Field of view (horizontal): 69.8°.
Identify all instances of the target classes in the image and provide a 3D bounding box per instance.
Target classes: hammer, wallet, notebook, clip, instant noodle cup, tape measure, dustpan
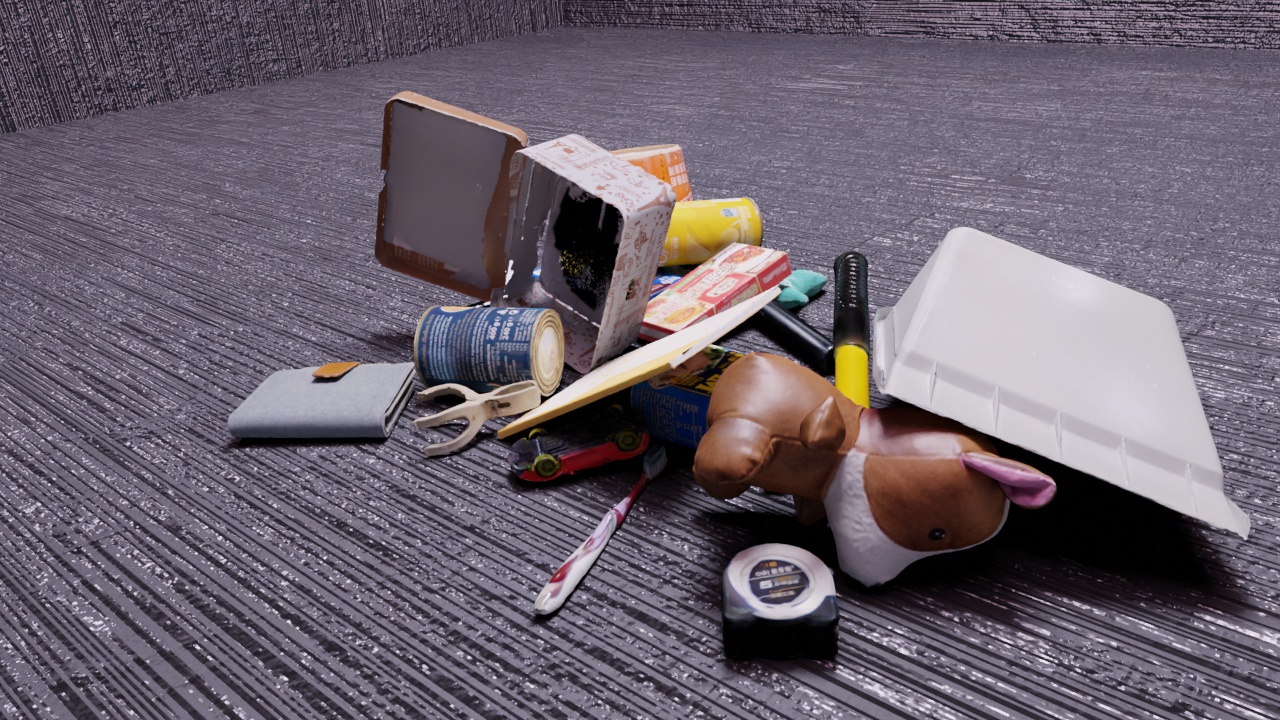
[{"bbox_3d":[0.172,-0.002,0.743,0.129,0.033,0.299,5,37,9],"label":"hammer"},{"bbox_3d":[-0.266,0.029,0.781,0.130,0.037,0.106,-1,27,4],"label":"wallet"},{"bbox_3d":[-0.004,0.004,0.708,0.207,0.010,0.145,-23,7,45],"label":"notebook"},{"bbox_3d":[-0.139,0.036,0.739,0.101,0.035,0.096,-30,29,-24],"label":"clip"},{"bbox_3d":[-0.006,-0.188,1.071,0.151,0.111,0.151,-8,17,2],"label":"instant noodle cup"},{"bbox_3d":[0.079,0.137,0.522,0.066,0.034,0.065,1,29,5],"label":"tape measure"},{"bbox_3d":[0.265,0.020,0.649,0.223,0.143,0.256,22,47,5],"label":"dustpan"}]

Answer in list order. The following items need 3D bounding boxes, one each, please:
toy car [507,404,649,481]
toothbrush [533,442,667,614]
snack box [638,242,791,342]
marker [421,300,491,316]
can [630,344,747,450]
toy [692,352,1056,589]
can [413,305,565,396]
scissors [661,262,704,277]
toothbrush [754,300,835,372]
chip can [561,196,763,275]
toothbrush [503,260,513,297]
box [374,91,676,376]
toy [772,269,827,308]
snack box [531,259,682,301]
[{"bbox_3d":[-0.046,0.065,0.685,0.106,0.031,0.049,-16,25,-7],"label":"toy car"},{"bbox_3d":[-0.021,0.107,0.613,0.016,0.017,0.187,9,29,23],"label":"toothbrush"},{"bbox_3d":[0.069,-0.064,0.890,0.152,0.025,0.075,-36,33,-25],"label":"snack box"},{"bbox_3d":[-0.165,-0.054,0.950,0.131,0.022,0.020,-20,24,-29],"label":"marker"},{"bbox_3d":[0.053,0.028,0.718,0.083,0.057,0.101,15,32,38],"label":"can"},{"bbox_3d":[0.132,0.070,0.559,0.199,0.130,0.140,11,-10,6],"label":"toy"},{"bbox_3d":[-0.127,-0.009,0.789,0.111,0.075,0.075,2,27,17],"label":"can"},{"bbox_3d":[0.080,-0.099,1.016,0.129,0.019,0.185,-24,34,-34],"label":"scissors"},{"bbox_3d":[0.123,-0.045,0.878,0.027,0.026,0.212,-25,34,-14],"label":"toothbrush"},{"bbox_3d":[0.022,-0.134,0.974,0.213,0.072,0.072,-9,26,-23],"label":"chip can"},{"bbox_3d":[-0.131,-0.061,0.922,0.027,0.026,0.220,-38,27,26],"label":"toothbrush"},{"bbox_3d":[-0.116,-0.123,0.835,0.261,0.179,0.102,31,38,20],"label":"box"},{"bbox_3d":[0.151,-0.074,0.945,0.097,0.030,0.091,11,24,42],"label":"toy"},{"bbox_3d":[-0.039,-0.079,0.978,0.157,0.026,0.084,17,32,36],"label":"snack box"}]
